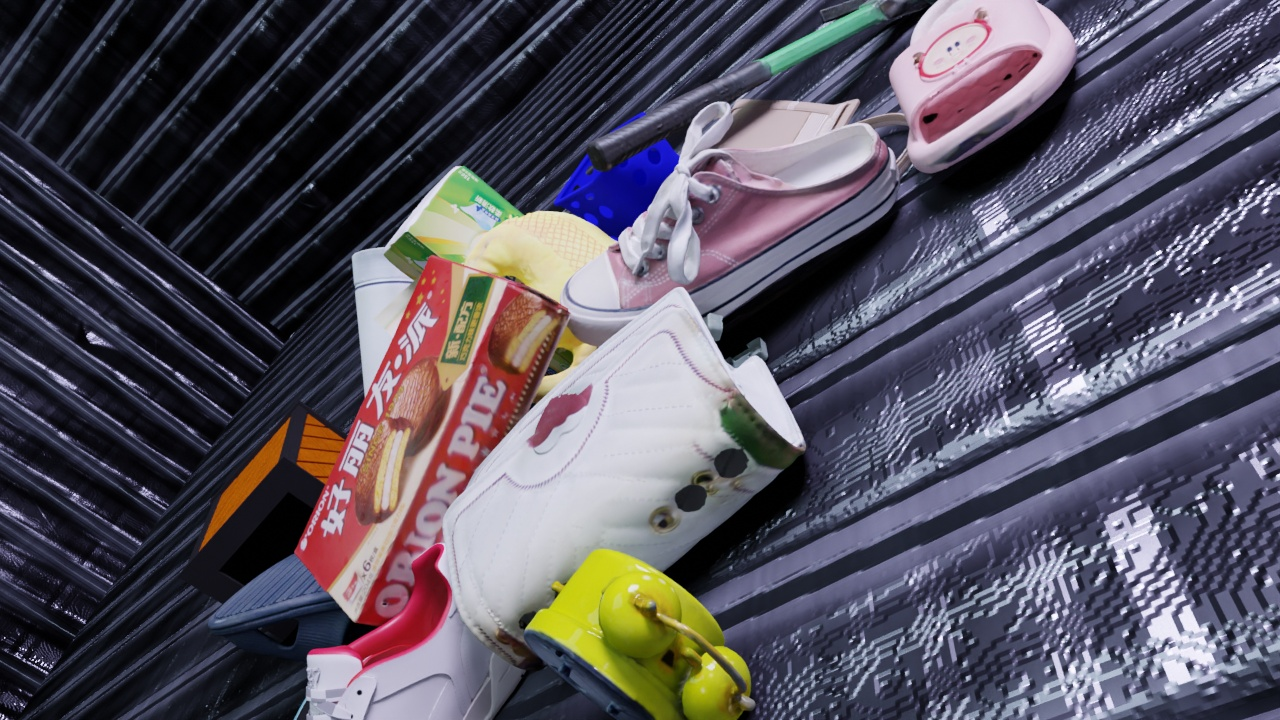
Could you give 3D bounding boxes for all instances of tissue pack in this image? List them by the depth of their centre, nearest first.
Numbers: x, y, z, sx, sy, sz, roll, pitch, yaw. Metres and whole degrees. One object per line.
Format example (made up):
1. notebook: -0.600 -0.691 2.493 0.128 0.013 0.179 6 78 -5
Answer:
1. tissue pack: -0.133 -0.043 0.782 0.141 0.197 0.120 -57 13 -19

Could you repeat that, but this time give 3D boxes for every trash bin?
1. trash bin: -0.329 0.157 0.897 0.139 0.139 0.172 -48 21 0

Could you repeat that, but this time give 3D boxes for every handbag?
1. handbag: -0.016 0.064 0.517 0.199 0.096 0.141 -42 23 13
2. handbag: 0.115 -0.136 0.674 0.198 0.062 0.175 -4 46 50

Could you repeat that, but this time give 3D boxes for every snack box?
1. snack box: -0.143 0.051 0.625 0.113 0.060 0.236 22 87 49

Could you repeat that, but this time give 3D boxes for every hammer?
1. hammer: 0.098 -0.232 0.736 0.318 0.032 0.130 -31 21 -14

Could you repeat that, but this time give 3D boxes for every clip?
1. clip: 0.044 0.008 0.590 0.076 0.061 0.023 -55 14 29

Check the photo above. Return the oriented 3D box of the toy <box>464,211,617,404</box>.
1. toy: -0.053 -0.048 0.712 0.154 0.170 0.065 -30 -14 -16

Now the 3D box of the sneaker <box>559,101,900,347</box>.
1. sneaker: 0.041 -0.089 0.586 0.241 0.088 0.118 -27 41 17

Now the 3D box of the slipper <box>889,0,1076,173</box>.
1. slipper: 0.208 -0.194 0.578 0.107 0.055 0.221 -31 27 33

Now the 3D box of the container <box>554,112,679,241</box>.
1. container: 0.003 -0.133 0.786 0.085 0.113 0.085 -12 42 57

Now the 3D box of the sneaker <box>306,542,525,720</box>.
1. sneaker: -0.157 0.211 0.527 0.236 0.104 0.090 -57 23 -20

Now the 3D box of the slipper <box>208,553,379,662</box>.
1. slipper: -0.223 0.193 0.733 0.264 0.082 0.101 -16 21 23

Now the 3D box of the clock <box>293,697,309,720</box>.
1. clock: -0.203 0.253 0.616 0.124 0.053 0.090 -47 21 13

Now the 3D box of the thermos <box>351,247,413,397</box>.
1. thermos: -0.246 0.003 0.921 0.068 0.067 0.230 -16 79 54

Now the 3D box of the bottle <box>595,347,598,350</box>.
1. bottle: -0.004 0.004 0.643 0.062 0.062 0.137 -13 42 56

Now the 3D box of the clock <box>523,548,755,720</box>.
1. clock: 0.000 0.127 0.402 0.057 0.083 0.119 -51 18 -25
